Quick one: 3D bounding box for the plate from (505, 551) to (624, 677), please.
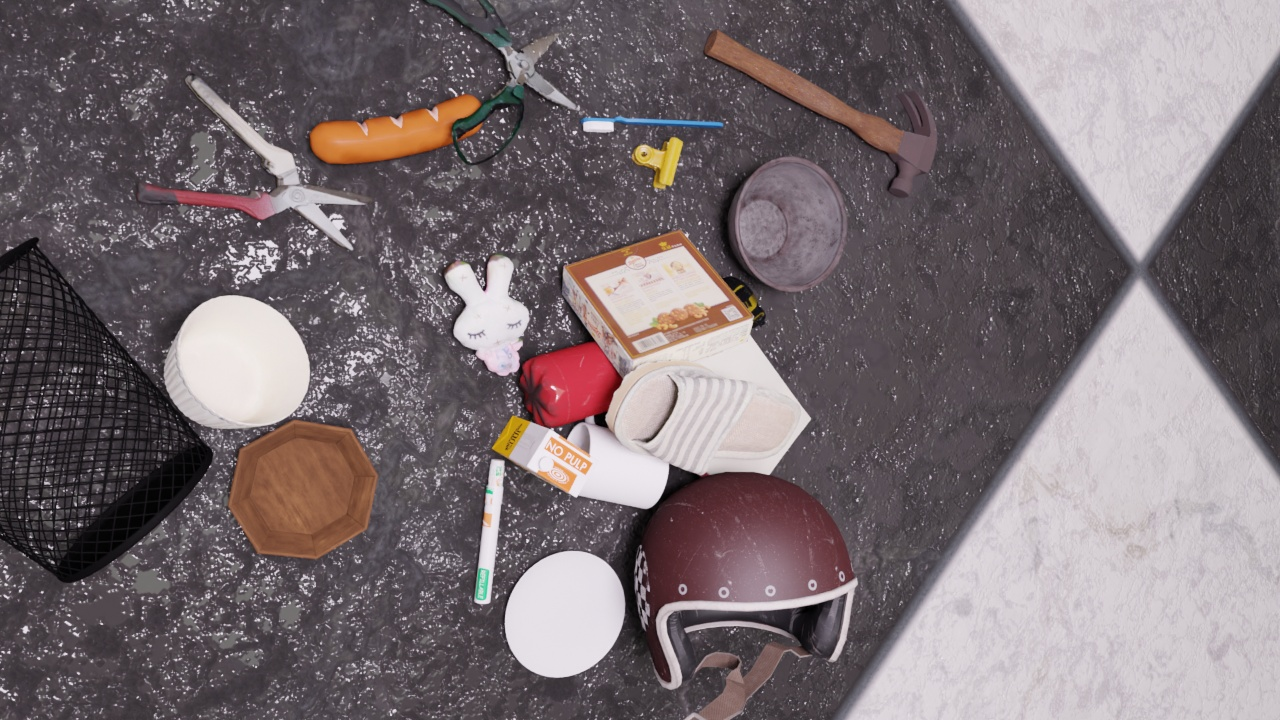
[{"bbox_3d":[-0.080,0.268,0.975,0.134,0.011,0.134,-2,94,-25],"label":"plate"}]

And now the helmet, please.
[{"bbox_3d":[0.097,0.242,0.933,0.233,0.234,0.253,-3,99,-19],"label":"helmet"}]

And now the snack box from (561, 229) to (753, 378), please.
[{"bbox_3d":[0.015,-0.058,0.932,0.143,0.147,0.041,-21,144,-23],"label":"snack box"}]

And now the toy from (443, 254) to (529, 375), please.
[{"bbox_3d":[-0.148,-0.044,0.909,0.079,0.038,0.123,-21,105,-29],"label":"toy"}]

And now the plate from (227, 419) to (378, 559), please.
[{"bbox_3d":[-0.311,0.118,0.850,0.131,0.025,0.131,-2,94,-25],"label":"plate"}]

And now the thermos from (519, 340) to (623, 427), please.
[{"bbox_3d":[-0.006,0.006,0.958,0.239,0.073,0.073,-16,100,-29],"label":"thermos"}]

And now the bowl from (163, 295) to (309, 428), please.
[{"bbox_3d":[-0.352,0.009,0.786,0.115,0.063,0.115,29,50,-42],"label":"bowl"}]

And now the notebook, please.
[{"bbox_3d":[0.102,0.063,1.012,0.153,0.012,0.209,-51,129,-13],"label":"notebook"}]

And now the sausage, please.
[{"bbox_3d":[-0.225,-0.214,0.860,0.164,0.039,0.044,-19,104,-23],"label":"sausage"}]

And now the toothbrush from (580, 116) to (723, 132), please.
[{"bbox_3d":[0.015,-0.251,0.982,0.166,0.016,0.014,-4,95,-25],"label":"toothbrush"}]

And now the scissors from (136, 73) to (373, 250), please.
[{"bbox_3d":[-0.348,-0.170,0.820,0.198,0.015,0.179,-19,101,-24],"label":"scissors"}]

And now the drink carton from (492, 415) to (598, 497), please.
[{"bbox_3d":[-0.094,0.092,0.895,0.058,0.123,0.040,36,78,-23],"label":"drink carton"}]

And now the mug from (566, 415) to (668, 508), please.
[{"bbox_3d":[-0.027,0.093,0.962,0.090,0.074,0.110,16,61,-25],"label":"mug"}]

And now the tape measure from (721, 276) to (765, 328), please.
[{"bbox_3d":[0.104,-0.064,1.010,0.034,0.062,0.061,-40,108,-21],"label":"tape measure"}]

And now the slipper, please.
[{"bbox_3d":[0.078,0.062,0.937,0.272,0.054,0.115,14,115,-46],"label":"slipper"}]

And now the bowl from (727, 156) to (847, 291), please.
[{"bbox_3d":[0.152,-0.149,1.023,0.144,0.067,0.145,-2,94,-25],"label":"bowl"}]

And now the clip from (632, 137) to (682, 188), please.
[{"bbox_3d":[0.018,-0.215,0.985,0.046,0.048,0.054,19,85,-66],"label":"clip"}]

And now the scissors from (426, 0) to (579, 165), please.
[{"bbox_3d":[-0.152,-0.278,0.875,0.201,0.015,0.204,34,58,-19],"label":"scissors"}]

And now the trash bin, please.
[{"bbox_3d":[-0.460,0.046,0.701,0.183,0.184,0.210,-43,115,-16],"label":"trash bin"}]

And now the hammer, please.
[{"bbox_3d":[0.216,-0.299,1.064,0.322,0.033,0.115,19,87,-24],"label":"hammer"}]

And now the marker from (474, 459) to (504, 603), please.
[{"bbox_3d":[-0.153,0.173,0.932,0.017,0.017,0.145,6,91,-25],"label":"marker"}]
